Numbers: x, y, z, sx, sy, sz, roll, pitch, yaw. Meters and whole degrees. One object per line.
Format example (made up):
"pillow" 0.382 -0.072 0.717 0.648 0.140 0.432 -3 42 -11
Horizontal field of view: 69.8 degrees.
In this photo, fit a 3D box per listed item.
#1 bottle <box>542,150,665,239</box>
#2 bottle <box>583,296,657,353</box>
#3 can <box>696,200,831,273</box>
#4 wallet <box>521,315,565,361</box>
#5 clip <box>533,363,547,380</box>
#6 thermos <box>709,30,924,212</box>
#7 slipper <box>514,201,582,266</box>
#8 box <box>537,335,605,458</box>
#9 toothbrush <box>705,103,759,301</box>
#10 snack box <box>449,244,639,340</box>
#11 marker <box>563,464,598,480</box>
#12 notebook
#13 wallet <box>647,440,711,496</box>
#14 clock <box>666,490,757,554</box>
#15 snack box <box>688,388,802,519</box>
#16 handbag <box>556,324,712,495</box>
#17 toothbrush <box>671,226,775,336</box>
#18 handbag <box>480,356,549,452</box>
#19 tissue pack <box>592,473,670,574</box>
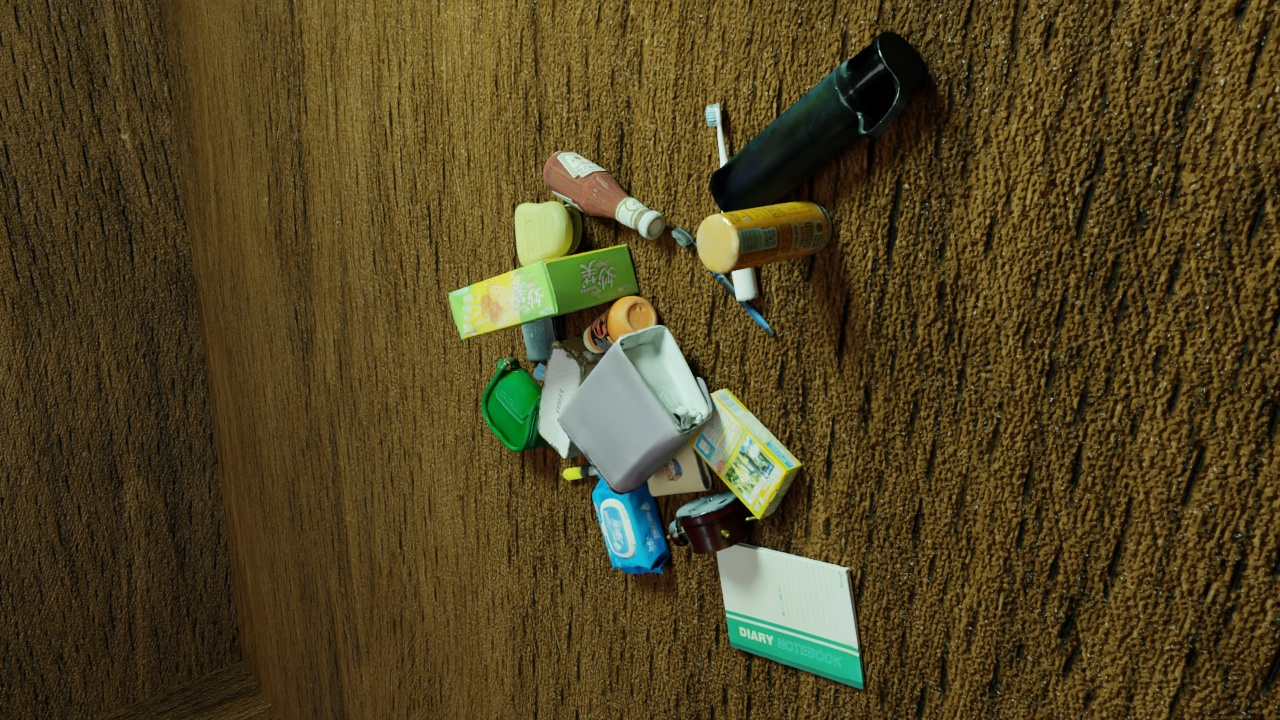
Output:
"bottle" -0.047 -0.210 1.177 0.206 0.059 0.060 36 128 37
"bottle" -0.036 -0.040 1.222 0.150 0.066 0.066 -22 85 58
"can" 0.126 -0.126 0.924 0.058 0.145 0.058 20 117 46
"wallet" -0.153 -0.057 1.384 0.097 0.019 0.121 -2 102 51
"clip" -0.132 0.027 1.386 0.058 0.045 0.027 35 100 33
"thermos" 0.165 -0.214 0.899 0.243 0.068 0.089 -34 41 51
"slipper" -0.117 -0.172 1.254 0.191 0.081 0.091 -169 78 -67
"box" -0.097 0.059 1.329 0.090 0.059 0.185 41 133 36
"toothbrush" 0.102 -0.177 1.031 0.026 0.026 0.221 -10 96 9
"snack box" -0.130 -0.090 1.220 0.211 0.157 0.070 -11 96 45
"marker" -0.075 0.164 1.372 0.124 0.015 0.018 -17 89 48
"notebook" 0.177 0.303 1.116 0.210 0.012 0.150 1 103 50
"wallet" 0.042 0.134 1.213 0.115 0.024 0.087 -18 86 54
"clock" 0.083 0.201 1.140 0.122 0.081 0.055 -17 95 49
"snack box" 0.122 0.111 1.101 0.140 0.033 0.087 48 135 31
"handbag" -0.005 0.067 1.159 0.145 0.098 0.198 60 141 17
"toothbrush" 0.095 -0.094 1.077 0.189 0.016 0.014 51 144 25
"handbag" -0.186 0.070 1.430 0.131 0.067 0.120 40 129 35
"tissue pack" -0.018 0.226 1.291 0.095 0.052 0.157 -15 90 51
